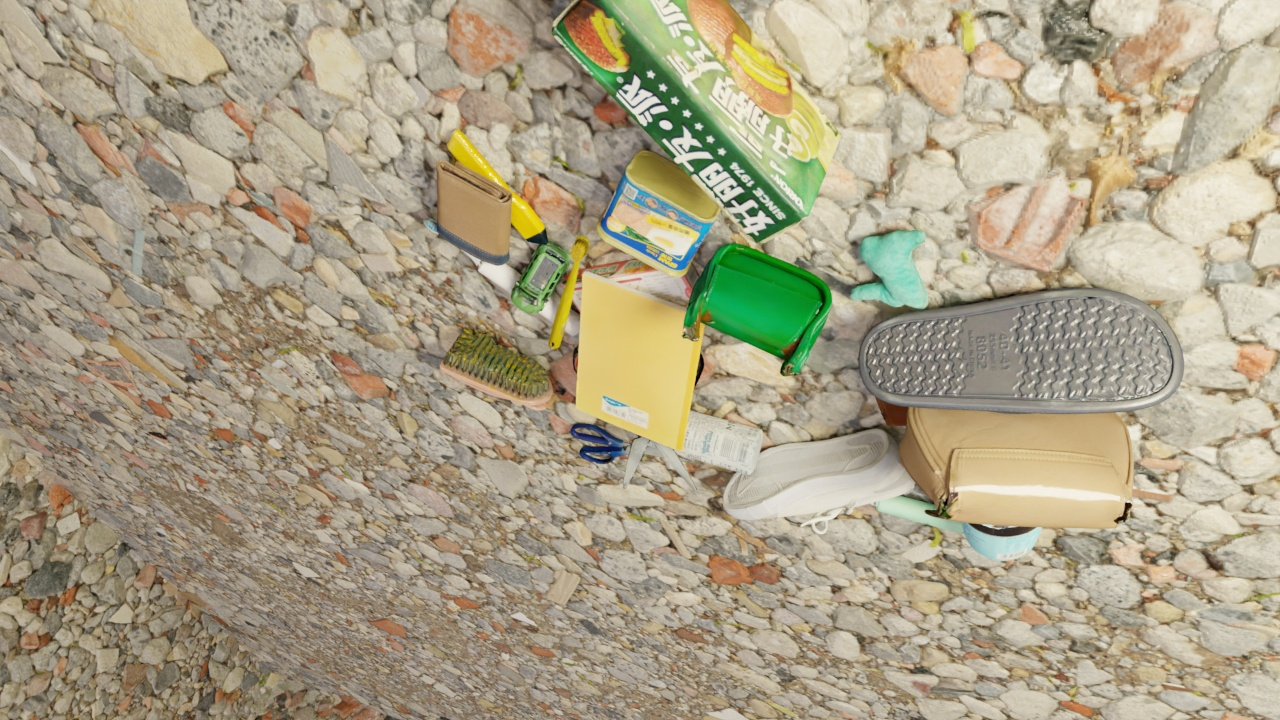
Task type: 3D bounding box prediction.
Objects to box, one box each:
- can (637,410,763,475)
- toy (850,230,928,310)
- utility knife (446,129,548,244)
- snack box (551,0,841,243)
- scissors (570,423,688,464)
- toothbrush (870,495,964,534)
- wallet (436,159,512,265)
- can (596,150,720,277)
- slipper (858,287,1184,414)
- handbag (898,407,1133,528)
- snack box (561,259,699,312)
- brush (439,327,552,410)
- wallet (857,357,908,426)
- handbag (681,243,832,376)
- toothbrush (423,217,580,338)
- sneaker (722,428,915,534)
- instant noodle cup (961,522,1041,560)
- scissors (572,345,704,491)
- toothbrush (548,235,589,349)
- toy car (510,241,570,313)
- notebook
[{"bbox_3d":[0.074,0.094,1.130,0.147,0.058,0.058,15,142,15],"label":"can"},{"bbox_3d":[0.232,-0.080,0.852,0.097,0.030,0.092,-4,132,42],"label":"toy"},{"bbox_3d":[-0.148,-0.180,0.967,0.033,0.015,0.154,-17,125,37],"label":"utility knife"},{"bbox_3d":[0.052,-0.215,0.723,0.240,0.114,0.063,43,141,-20],"label":"snack box"},{"bbox_3d":[-0.017,0.126,1.263,0.171,0.012,0.141,25,142,-1],"label":"scissors"},{"bbox_3d":[0.321,0.179,1.113,0.225,0.026,0.027,13,164,16],"label":"toothbrush"},{"bbox_3d":[-0.179,-0.157,0.980,0.090,0.033,0.115,29,152,6],"label":"wallet"},{"bbox_3d":[0.019,-0.141,0.882,0.102,0.057,0.083,28,141,-4],"label":"can"},{"bbox_3d":[0.340,-0.003,0.840,0.269,0.110,0.083,-2,171,28],"label":"slipper"},{"bbox_3d":[0.355,0.099,0.874,0.204,0.147,0.100,2,128,7],"label":"handbag"},{"bbox_3d":[-0.004,-0.072,1.002,0.156,0.026,0.077,-5,133,35],"label":"snack box"},{"bbox_3d":[-0.182,0.018,1.188,0.145,0.063,0.073,24,139,0],"label":"brush"},{"bbox_3d":[0.291,0.026,0.944,0.101,0.032,0.124,-6,134,32],"label":"wallet"},{"bbox_3d":[0.111,-0.045,0.890,0.131,0.119,0.068,25,138,5],"label":"handbag"},{"bbox_3d":[-0.157,-0.098,1.062,0.221,0.027,0.026,35,180,-11],"label":"toothbrush"},{"bbox_3d":[0.214,0.151,1.102,0.243,0.089,0.090,-22,127,37],"label":"sneaker"},{"bbox_3d":[0.390,0.156,0.991,0.111,0.111,0.120,7,148,24],"label":"instant noodle cup"},{"bbox_3d":[0.001,0.057,1.098,0.221,0.021,0.235,39,124,13],"label":"scissors"},{"bbox_3d":[-0.082,-0.069,1.014,0.016,0.016,0.191,26,143,3],"label":"toothbrush"},{"bbox_3d":[-0.113,-0.090,1.025,0.043,0.036,0.091,30,124,-8],"label":"toy car"},{"bbox_3d":[-0.006,0.006,1.031,0.146,0.010,0.207,21,134,16],"label":"notebook"}]
